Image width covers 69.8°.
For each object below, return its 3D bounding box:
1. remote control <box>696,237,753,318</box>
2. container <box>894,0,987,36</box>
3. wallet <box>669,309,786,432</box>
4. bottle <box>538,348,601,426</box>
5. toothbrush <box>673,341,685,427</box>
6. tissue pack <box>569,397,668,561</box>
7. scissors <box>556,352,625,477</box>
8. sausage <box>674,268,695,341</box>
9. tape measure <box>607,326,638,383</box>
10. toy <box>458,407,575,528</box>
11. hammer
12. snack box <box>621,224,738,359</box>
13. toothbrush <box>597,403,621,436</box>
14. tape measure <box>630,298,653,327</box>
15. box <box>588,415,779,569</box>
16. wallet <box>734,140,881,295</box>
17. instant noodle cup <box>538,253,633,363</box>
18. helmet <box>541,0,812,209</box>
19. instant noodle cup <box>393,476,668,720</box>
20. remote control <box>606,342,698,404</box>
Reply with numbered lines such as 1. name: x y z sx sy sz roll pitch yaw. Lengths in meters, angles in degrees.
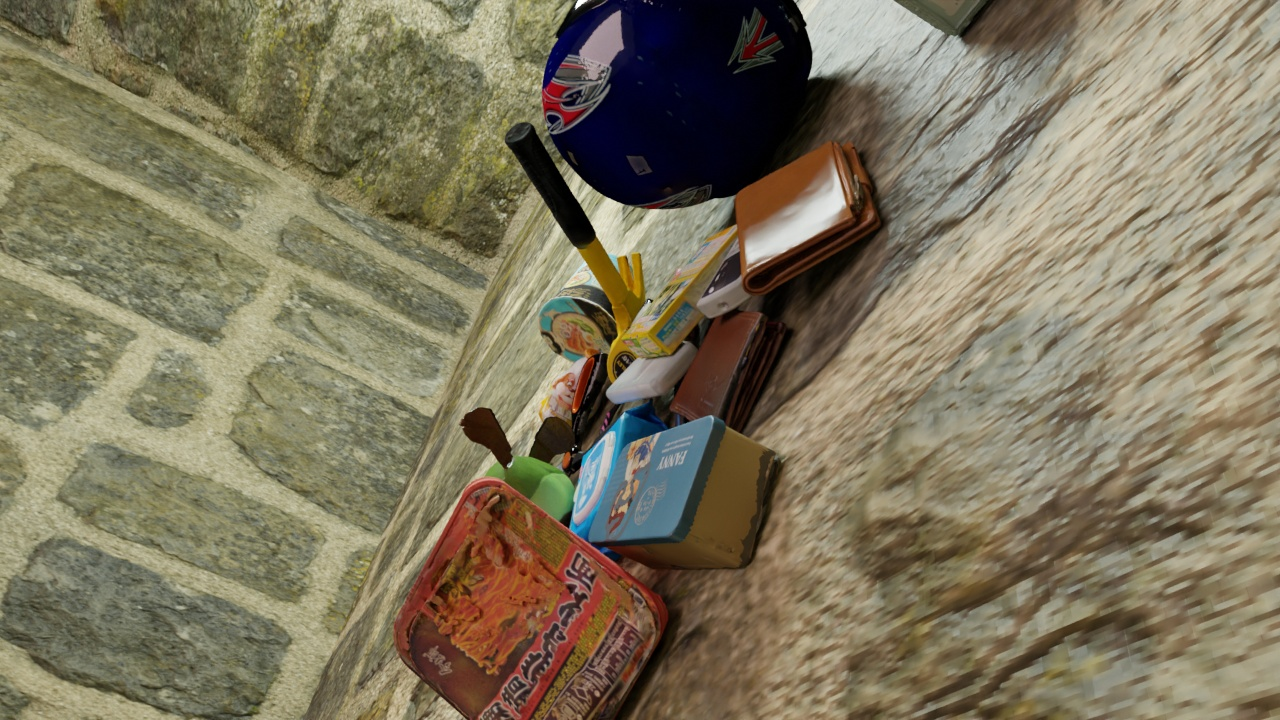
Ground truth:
1. remote control: 0.095 -0.095 0.754 0.058 0.021 0.149 -27 24 52
2. container: 0.212 -0.300 0.654 0.090 0.090 0.111 -52 20 38
3. wallet: 0.065 0.009 0.727 0.101 0.032 0.124 -65 14 1
4. bottle: -0.075 0.038 1.089 0.109 0.063 0.063 -58 15 21
5. toothbrush: 0.037 0.034 0.820 0.014 0.016 0.189 -45 24 26
6. tissue pack: -0.022 0.109 0.803 0.095 0.052 0.156 -51 19 39
7. scissors: -0.062 0.095 0.994 0.221 0.021 0.234 -20 53 59
8. sausage: 0.045 -0.058 0.935 0.020 0.020 0.155 -55 16 27
9. tape measure: -0.006 0.005 0.939 0.060 0.028 0.057 48 120 27
10. toy: -0.107 0.167 0.825 0.226 0.090 0.246 10 -99 -66
11. hammer: -0.061 -0.132 0.986 0.033 0.301 0.128 -7 52 22
12. snack box: 0.047 -0.063 0.842 0.140 0.034 0.087 -47 11 -14
13. toothbrush: -0.043 0.080 1.002 0.189 0.017 0.014 -66 21 -6
14. tape measure: 0.009 -0.029 0.980 0.066 0.033 0.065 -60 13 7
15. box: 0.028 0.097 0.638 0.185 0.061 0.089 -35 31 64
16. wallet: 0.120 -0.112 0.687 0.108 0.031 0.131 -28 31 22
17. instant noodle cup: -0.058 -0.072 1.159 0.111 0.111 0.120 -48 13 45
18. helmet: 0.016 -0.278 0.946 0.240 0.247 0.315 -45 23 -4
19. instant noodle cup: -0.079 0.194 0.678 0.164 0.189 0.079 -60 -21 8
20. remote control: 0.010 0.014 0.842 0.055 0.020 0.136 -46 11 -20
